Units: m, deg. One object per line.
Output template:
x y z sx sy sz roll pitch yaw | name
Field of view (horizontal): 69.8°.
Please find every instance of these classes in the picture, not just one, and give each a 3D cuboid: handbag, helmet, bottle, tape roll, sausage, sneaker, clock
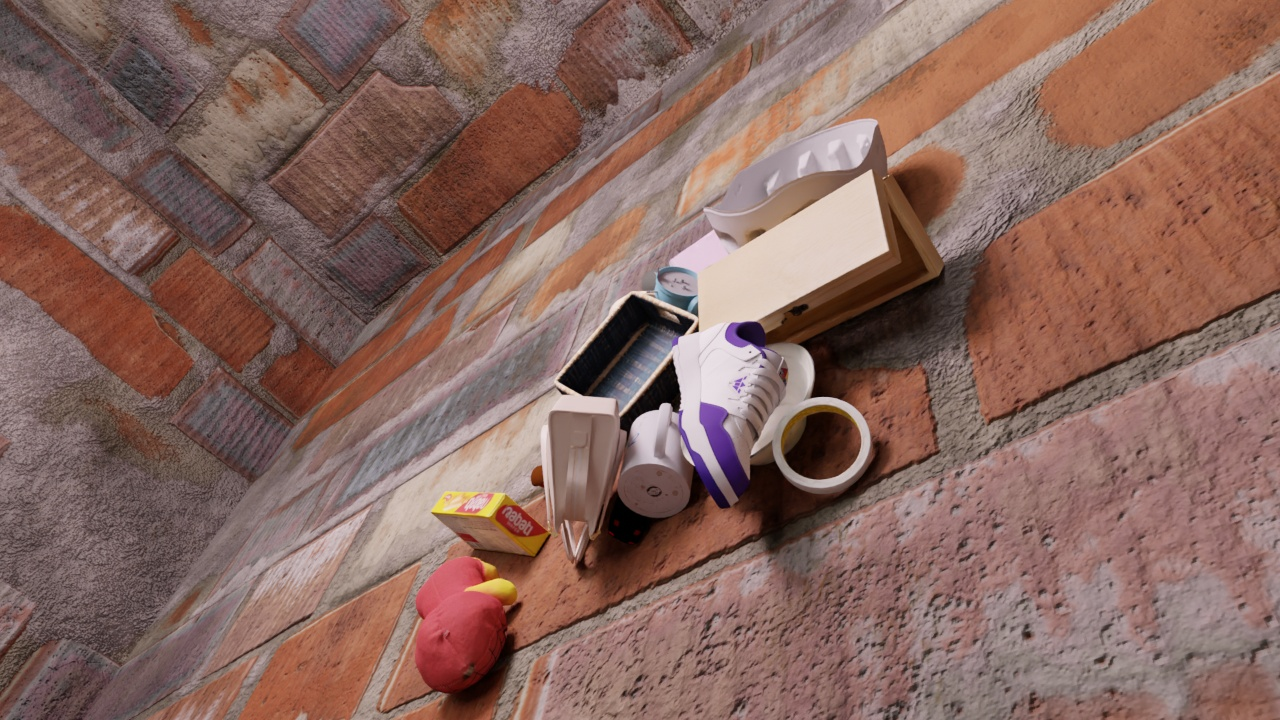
-0.073 0.149 1.108 0.194 0.101 0.198 -100 14 -86 | handbag
0.216 -0.226 1.229 0.225 0.184 0.281 -9 44 34 | helmet
0.051 -0.127 1.520 0.060 0.060 0.109 -53 22 -22 | bottle
0.176 0.082 0.887 0.094 0.019 0.093 -9 61 16 | tape roll
-0.100 0.157 1.291 0.156 0.040 0.040 -19 32 48 | sausage
0.102 0.044 0.930 0.111 0.092 0.243 -22 37 13 | sneaker
0.075 -0.100 1.334 0.087 0.123 0.042 -68 -5 -52 | clock

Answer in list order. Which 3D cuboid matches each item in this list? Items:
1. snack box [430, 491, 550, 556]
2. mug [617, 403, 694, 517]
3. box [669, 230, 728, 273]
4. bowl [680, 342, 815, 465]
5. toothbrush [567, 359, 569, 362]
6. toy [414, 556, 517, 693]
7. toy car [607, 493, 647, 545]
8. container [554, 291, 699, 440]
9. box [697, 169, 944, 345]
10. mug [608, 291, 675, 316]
-0.215 0.228 1.289 0.201 0.092 0.042 -11 38 55 | snack box
0.023 0.106 1.065 0.096 0.083 0.120 -76 -6 -54 | mug
0.154 -0.181 1.389 0.233 0.080 0.099 -34 21 15 | box
0.131 0.064 1.010 0.177 0.058 0.176 -34 28 21 | bowl
-0.058 0.044 1.359 0.190 0.016 0.017 35 99 45 | toothbrush
-0.226 0.324 1.133 0.147 0.099 0.216 -52 16 0 | toy
-0.012 0.179 1.090 0.036 0.042 0.091 -60 6 40 | toy car
-0.008 0.008 1.291 0.145 0.071 0.187 26 70 41 | container
0.191 -0.103 1.052 0.249 0.142 0.178 -29 -13 34 | box
0.016 -0.069 1.439 0.111 0.085 0.104 -8 -4 -17 | mug
